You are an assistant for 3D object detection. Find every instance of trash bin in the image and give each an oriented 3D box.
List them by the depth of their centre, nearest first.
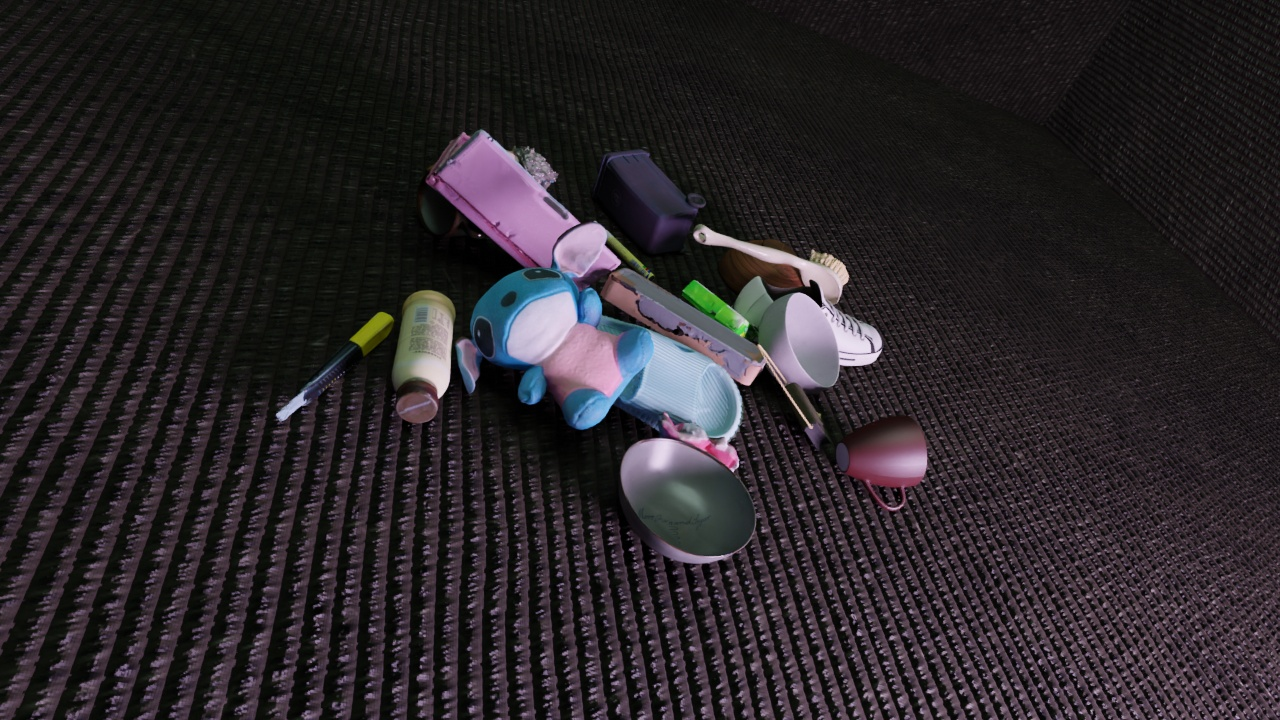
[{"bbox_3d":[0.008,-0.241,1.382,0.092,0.094,0.161,-16,54,-35],"label":"trash bin"}]

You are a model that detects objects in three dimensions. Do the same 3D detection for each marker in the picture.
[{"bbox_3d":[-0.027,-0.157,1.312,0.014,0.014,0.132,-15,52,-46],"label":"marker"}]

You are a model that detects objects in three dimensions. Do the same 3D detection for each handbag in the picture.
[{"bbox_3d":[0.179,0.035,1.095,0.178,0.027,0.084,49,13,-43],"label":"handbag"}]

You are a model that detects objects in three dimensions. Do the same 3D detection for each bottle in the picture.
[{"bbox_3d":[-0.220,-0.004,0.928,0.056,0.057,0.161,15,35,-19],"label":"bottle"}]

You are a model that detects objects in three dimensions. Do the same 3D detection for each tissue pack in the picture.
[{"bbox_3d":[0.109,-0.061,1.225,0.099,0.034,0.114,40,3,19],"label":"tissue pack"}]

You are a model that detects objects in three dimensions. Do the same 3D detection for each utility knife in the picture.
[{"bbox_3d":[-0.294,0.005,0.887,0.020,0.029,0.197,24,33,2],"label":"utility knife"}]

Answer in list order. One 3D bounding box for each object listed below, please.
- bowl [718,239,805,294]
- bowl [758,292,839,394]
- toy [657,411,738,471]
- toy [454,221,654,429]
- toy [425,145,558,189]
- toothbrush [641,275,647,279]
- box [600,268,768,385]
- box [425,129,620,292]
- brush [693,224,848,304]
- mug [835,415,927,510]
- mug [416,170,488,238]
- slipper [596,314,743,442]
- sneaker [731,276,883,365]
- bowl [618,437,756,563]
[{"bbox_3d":[0.200,-0.143,1.406,0.147,0.069,0.147,19,34,-14],"label":"bowl"},{"bbox_3d":[0.202,-0.018,1.218,0.131,0.065,0.131,26,54,-42],"label":"bowl"},{"bbox_3d":[0.056,0.092,0.988,0.102,0.066,0.050,19,35,-11],"label":"toy"},{"bbox_3d":[-0.081,-0.030,0.964,0.191,0.099,0.223,36,73,13],"label":"toy"},{"bbox_3d":[-0.201,-0.254,1.245,0.175,0.133,0.076,1,71,-12],"label":"toy"},{"bbox_3d":[0.064,-0.064,1.239,0.188,0.017,0.014,34,34,18],"label":"toothbrush"},{"bbox_3d":[0.059,-0.043,1.152,0.216,0.063,0.157,32,-1,8],"label":"box"},{"bbox_3d":[-0.127,-0.187,1.106,0.232,0.115,0.098,43,44,-23],"label":"box"},{"bbox_3d":[0.189,-0.146,1.316,0.272,0.062,0.077,17,57,-28],"label":"brush"},{"bbox_3d":[0.287,0.126,1.111,0.088,0.087,0.114,-4,74,-14],"label":"mug"},{"bbox_3d":[-0.217,-0.190,1.158,0.081,0.085,0.111,-12,52,-47],"label":"mug"},{"bbox_3d":[-0.006,0.006,1.030,0.276,0.070,0.115,22,62,-3],"label":"slipper"},{"bbox_3d":[0.250,-0.068,1.315,0.245,0.097,0.091,15,36,-18],"label":"sneaker"},{"bbox_3d":[0.036,0.148,0.904,0.150,0.057,0.150,19,34,-14],"label":"bowl"}]
